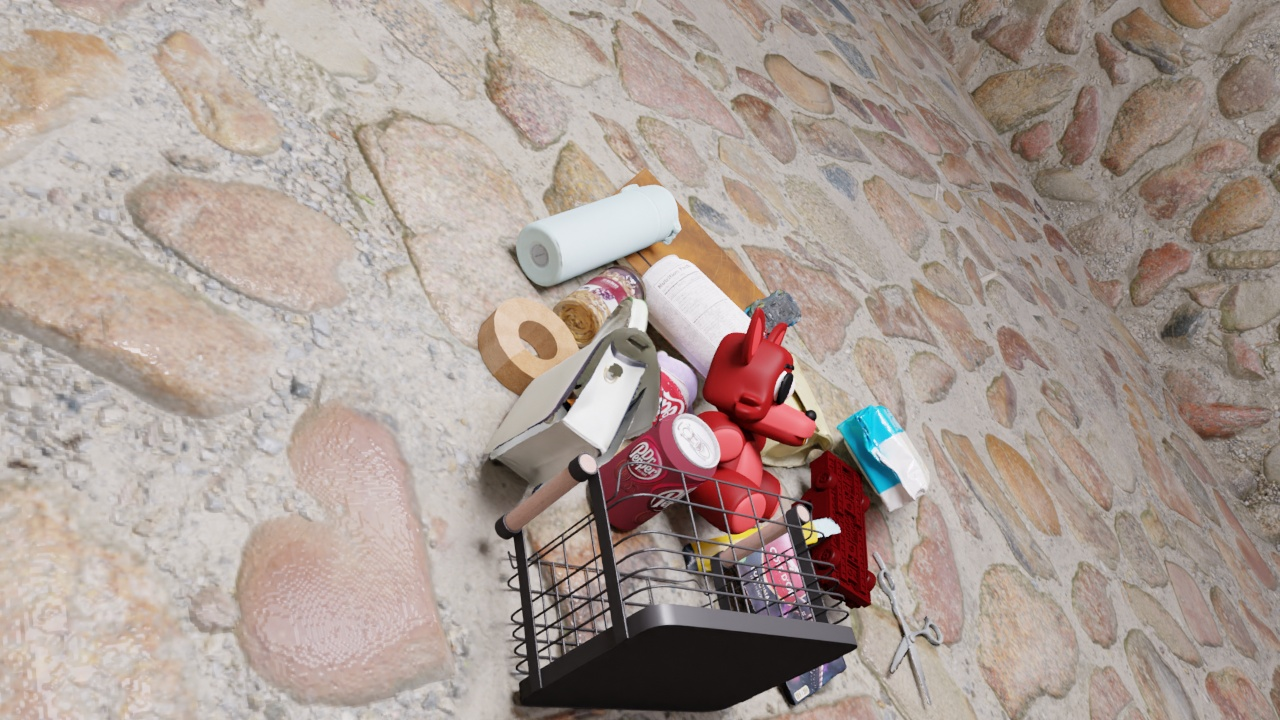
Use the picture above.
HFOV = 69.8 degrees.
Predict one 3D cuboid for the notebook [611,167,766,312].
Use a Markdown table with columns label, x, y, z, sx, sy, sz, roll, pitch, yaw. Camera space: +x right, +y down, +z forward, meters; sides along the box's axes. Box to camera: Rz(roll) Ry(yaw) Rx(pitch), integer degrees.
| label | x | y | z | sx | sy | sz | roll | pitch | yaw |
| --- | --- | --- | --- | --- | --- | --- | --- | --- | --- |
| notebook | 0.052 | -0.103 | 1.086 | 0.249 | 0.014 | 0.177 | 46 | 41 | -6 |

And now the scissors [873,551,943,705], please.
| label | x | y | z | sx | sy | sz | roll | pitch | yaw |
| --- | --- | --- | --- | --- | --- | --- | --- | --- | --- |
| scissors | 0.287 | 0.288 | 1.001 | 0.141 | 0.014 | 0.171 | 8 | 51 | -48 |

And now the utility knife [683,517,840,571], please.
| label | x | y | z | sx | sy | sz | roll | pitch | yaw |
| --- | --- | --- | --- | --- | --- | --- | --- | --- | --- |
| utility knife | 0.119 | 0.173 | 0.873 | 0.175 | 0.017 | 0.030 | -8 | 71 | -22 |

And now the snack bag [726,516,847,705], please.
| label | x | y | z | sx | sy | sz | roll | pitch | yaw |
| --- | --- | --- | --- | --- | --- | --- | --- | --- | --- |
| snack bag | 0.134 | 0.231 | 0.845 | 0.074 | 0.018 | 0.155 | -22 | 86 | -35 |

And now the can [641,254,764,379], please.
| label | x | y | z | sx | sy | sz | roll | pitch | yaw |
| --- | --- | --- | --- | --- | --- | --- | --- | --- | --- |
| can | 0.061 | -0.043 | 0.973 | 0.136 | 0.078 | 0.078 | 46 | 33 | 17 |

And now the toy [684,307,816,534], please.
| label | x | y | z | sx | sy | sz | roll | pitch | yaw |
| --- | --- | --- | --- | --- | --- | --- | --- | --- | --- |
| toy | 0.102 | 0.055 | 0.861 | 0.121 | 0.197 | 0.158 | 19 | 3 | 21 |

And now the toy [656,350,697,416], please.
| label | x | y | z | sx | sy | sz | roll | pitch | yaw |
| --- | --- | --- | --- | --- | --- | --- | --- | --- | --- |
| toy | 0.041 | 0.044 | 0.941 | 0.080 | 0.037 | 0.099 | 35 | 39 | -38 |

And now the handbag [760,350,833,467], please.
| label | x | y | z | sx | sy | sz | roll | pitch | yaw |
| --- | --- | --- | --- | --- | --- | --- | --- | --- | --- |
| handbag | 0.155 | 0.050 | 1.020 | 0.111 | 0.081 | 0.119 | 20 | 41 | -53 |

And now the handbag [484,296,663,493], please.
| label | x | y | z | sx | sy | sz | roll | pitch | yaw |
| --- | --- | --- | --- | --- | --- | --- | --- | --- | --- |
| handbag | -0.034 | 0.020 | 0.744 | 0.074 | 0.152 | 0.175 | 39 | 56 | -15 |

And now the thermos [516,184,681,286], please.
| label | x | y | z | sx | sy | sz | roll | pitch | yaw |
| --- | --- | --- | --- | --- | --- | --- | --- | --- | --- |
| thermos | -0.038 | -0.137 | 0.969 | 0.078 | 0.065 | 0.206 | 48 | 43 | 11 |

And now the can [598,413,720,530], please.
| label | x | y | z | sx | sy | sz | roll | pitch | yaw |
| --- | --- | --- | --- | --- | --- | --- | --- | --- | --- |
| can | 0.011 | 0.096 | 0.788 | 0.063 | 0.114 | 0.063 | 28 | 40 | -27 |

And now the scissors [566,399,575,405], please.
| label | x | y | z | sx | sy | sz | roll | pitch | yaw |
| --- | --- | --- | --- | --- | --- | --- | --- | --- | --- |
| scissors | -0.040 | 0.040 | 0.873 | 0.073 | 0.013 | 0.131 | 41 | 34 | -18 |

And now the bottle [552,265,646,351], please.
| label | x | y | z | sx | sy | sz | roll | pitch | yaw |
| --- | --- | --- | --- | --- | --- | --- | --- | --- | --- |
| bottle | -0.040 | -0.054 | 0.922 | 0.056 | 0.056 | 0.105 | 49 | 35 | -1 |

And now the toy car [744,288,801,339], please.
| label | x | y | z | sx | sy | sz | roll | pitch | yaw |
| --- | --- | --- | --- | --- | --- | --- | --- | --- | --- |
| toy car | 0.158 | -0.053 | 1.108 | 0.048 | 0.032 | 0.105 | 55 | 39 | 5 |

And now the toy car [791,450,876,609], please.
| label | x | y | z | sx | sy | sz | roll | pitch | yaw |
| --- | --- | --- | --- | --- | --- | --- | --- | --- | --- |
| toy car | 0.199 | 0.180 | 0.962 | 0.070 | 0.062 | 0.169 | 35 | 38 | -20 |

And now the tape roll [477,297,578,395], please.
| label | x | y | z | sx | sy | sz | roll | pitch | yaw |
| --- | --- | --- | --- | --- | --- | --- | --- | --- | --- |
| tape roll | -0.101 | -0.011 | 0.841 | 0.094 | 0.027 | 0.093 | 28 | 40 | -28 |

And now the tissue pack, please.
| label | x | y | z | sx | sy | sz | roll | pitch | yaw |
| --- | --- | --- | --- | --- | --- | --- | --- | --- | --- |
| tissue pack | 0.286 | 0.110 | 1.069 | 0.117 | 0.066 | 0.209 | 60 | 12 | 12 |

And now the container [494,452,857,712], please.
| label | x | y | z | sx | sy | sz | roll | pitch | yaw |
| --- | --- | --- | --- | --- | --- | --- | --- | --- | --- |
| container | 0.026 | 0.172 | 0.692 | 0.241 | 0.163 | 0.130 | 18 | 46 | -37 |

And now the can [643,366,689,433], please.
| label | x | y | z | sx | sy | sz | roll | pitch | yaw |
| --- | --- | --- | --- | --- | --- | --- | --- | --- | --- |
| can | -0.006 | 0.026 | 0.859 | 0.104 | 0.064 | 0.064 | 33 | 36 | -44 |
